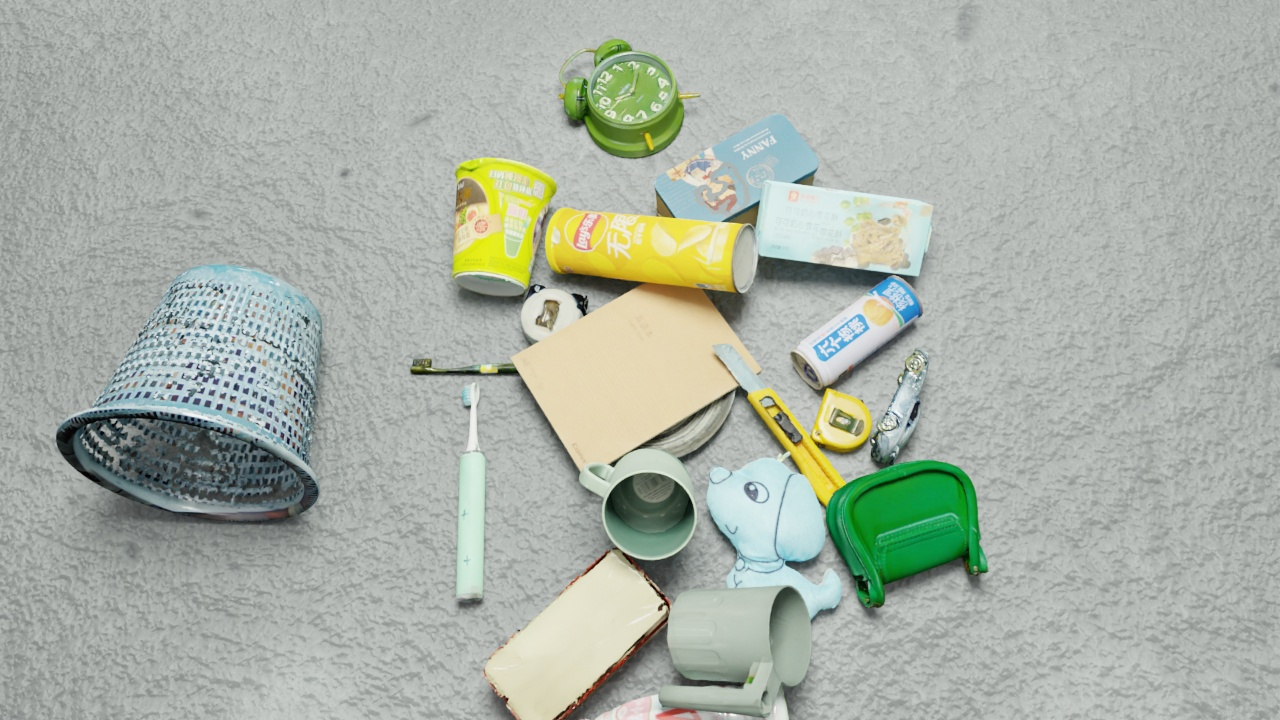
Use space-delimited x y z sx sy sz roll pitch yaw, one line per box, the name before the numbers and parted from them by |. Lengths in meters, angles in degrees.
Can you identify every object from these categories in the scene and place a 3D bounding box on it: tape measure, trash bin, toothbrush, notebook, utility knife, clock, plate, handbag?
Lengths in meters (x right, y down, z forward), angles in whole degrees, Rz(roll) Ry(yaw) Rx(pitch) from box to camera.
tape measure | 0.202 0.062 0.916 0.057 0.029 0.060 19 72 10
trash bin | -0.405 0.024 0.892 0.226 0.227 0.194 1 57 5
toothbrush | -0.169 0.127 0.919 0.027 0.026 0.224 -12 67 23
notebook | -0.006 0.005 0.933 0.211 0.012 0.149 -30 71 -12
utility knife | 0.140 0.065 0.906 0.033 0.015 0.215 -35 82 -14
tape measure | -0.093 -0.043 0.975 0.066 0.033 0.066 11 70 10
clock | -0.022 -0.306 1.056 0.161 0.056 0.116 34 74 15
plate | 0.007 0.022 0.946 0.179 0.024 0.179 0 68 0
toothbrush | -0.152 0.006 0.972 0.186 0.012 0.017 0 58 4
handbag | 0.248 0.156 0.851 0.131 0.068 0.120 -18 82 -5

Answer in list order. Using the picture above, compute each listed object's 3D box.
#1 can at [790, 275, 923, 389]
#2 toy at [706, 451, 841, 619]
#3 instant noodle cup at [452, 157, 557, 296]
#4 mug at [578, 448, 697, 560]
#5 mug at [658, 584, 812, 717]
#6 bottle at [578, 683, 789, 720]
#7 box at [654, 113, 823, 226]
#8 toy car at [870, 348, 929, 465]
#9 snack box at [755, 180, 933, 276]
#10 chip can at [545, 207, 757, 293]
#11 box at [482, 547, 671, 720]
can | 0.219 -0.028 0.935 0.134 0.053 0.053 -35 71 -9
toy | 0.125 0.166 0.872 0.161 0.050 0.156 26 78 11
instant noodle cup | -0.152 -0.137 0.980 0.112 0.112 0.123 5 77 6
mug | -0.004 0.124 0.853 0.112 0.106 0.082 24 98 -2
mug | 0.079 0.251 0.793 0.104 0.084 0.123 -10 27 34
bottle | 0.032 0.327 0.809 0.197 0.068 0.068 -9 69 4
box | 0.108 -0.193 1.002 0.184 0.061 0.089 -32 71 -6
toy car | 0.259 0.045 0.904 0.037 0.054 0.120 21 71 14
snack box | 0.207 -0.137 0.948 0.175 0.051 0.074 7 106 -4
chip can | 0.010 -0.114 0.944 0.214 0.072 0.072 9 69 25
box | -0.057 0.253 0.837 0.168 0.077 0.091 -41 73 -11
